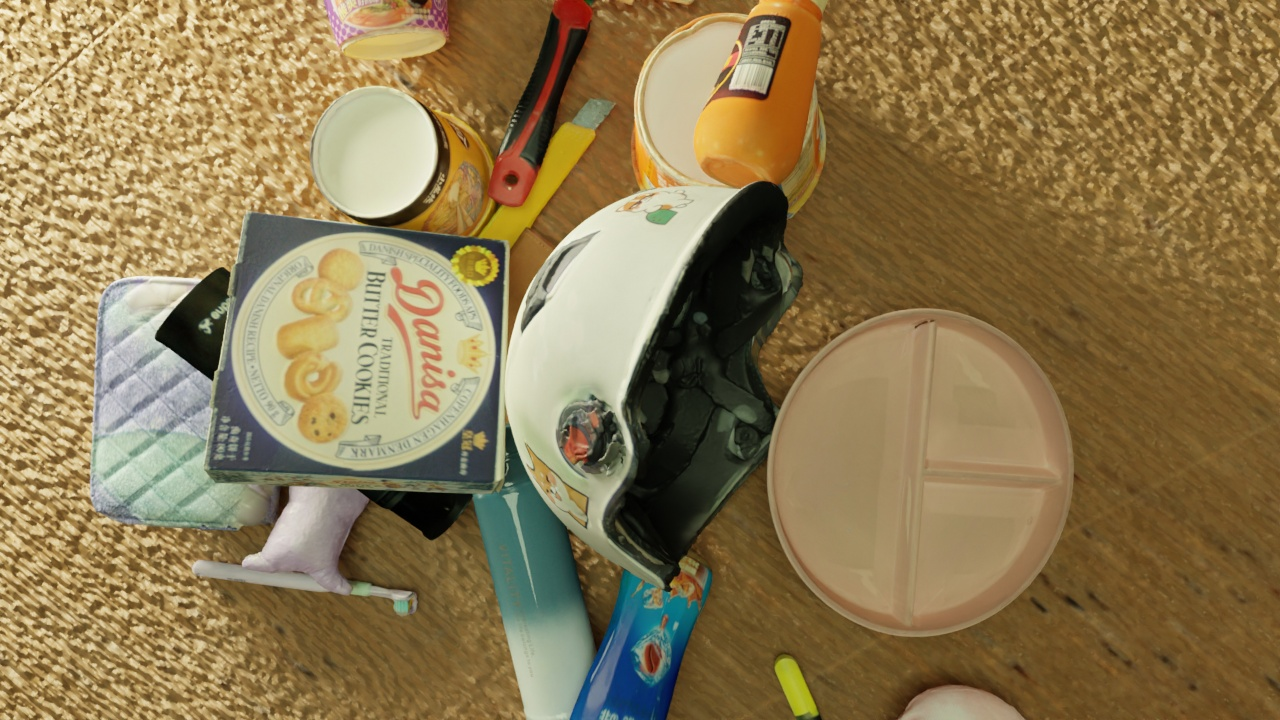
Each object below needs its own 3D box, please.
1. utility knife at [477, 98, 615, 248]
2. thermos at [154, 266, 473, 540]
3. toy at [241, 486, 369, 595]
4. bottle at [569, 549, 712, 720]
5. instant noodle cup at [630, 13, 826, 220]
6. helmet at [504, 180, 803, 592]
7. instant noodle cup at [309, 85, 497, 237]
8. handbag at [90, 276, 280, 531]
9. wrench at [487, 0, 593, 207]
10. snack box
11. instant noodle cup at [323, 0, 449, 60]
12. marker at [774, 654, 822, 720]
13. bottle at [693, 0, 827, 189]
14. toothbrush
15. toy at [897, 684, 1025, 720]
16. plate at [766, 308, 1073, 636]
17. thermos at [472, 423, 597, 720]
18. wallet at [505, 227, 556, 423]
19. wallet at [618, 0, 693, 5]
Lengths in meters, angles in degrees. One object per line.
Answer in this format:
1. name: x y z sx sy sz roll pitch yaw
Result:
1. utility knife: -0.080 -0.133 0.719 0.033 0.015 0.181 37 92 -13
2. thermos: -0.225 0.029 0.681 0.242 0.069 0.089 41 53 -15
3. toy: -0.247 0.122 0.714 0.084 0.039 0.107 23 71 -15
4. bottle: -0.011 0.235 0.639 0.065 0.065 0.218 19 66 7
5. instant noodle cup: 0.061 -0.167 0.655 0.151 0.111 0.151 0 88 6
6. helmet: -0.004 0.004 0.605 0.157 0.229 0.274 18 133 26
7. instant noodle cup: -0.177 -0.140 0.681 0.118 0.114 0.118 0 88 7
8. handbag: -0.347 0.031 0.718 0.134 0.075 0.194 4 91 1
9. wrench: -0.064 -0.248 0.708 0.056 0.016 0.273 15 86 0
10. snack box: -0.181 -0.004 0.617 0.182 0.046 0.177 4 67 -13
11. instant noodle cup: -0.194 -0.286 0.693 0.111 0.111 0.099 -9 95 6
12. marker: 0.131 0.279 0.689 0.018 0.015 0.124 -24 89 6
13. bottle: 0.082 -0.182 0.567 0.067 0.067 0.149 17 83 7
14. toothbrush: -0.271 0.180 0.735 0.189 0.029 0.021 7 49 8
15. toy: 0.249 0.306 0.657 0.159 0.054 0.121 29 93 -2
16. plate: 0.197 0.078 0.651 0.229 0.028 0.229 0 91 -10
17. thermos: -0.080 0.153 0.677 0.070 0.070 0.220 -13 94 6
18. wallet: -0.083 -0.020 0.709 0.108 0.031 0.132 37 98 5
19. wallet: -0.013 -0.314 0.698 0.115 0.024 0.087 7 82 -9
